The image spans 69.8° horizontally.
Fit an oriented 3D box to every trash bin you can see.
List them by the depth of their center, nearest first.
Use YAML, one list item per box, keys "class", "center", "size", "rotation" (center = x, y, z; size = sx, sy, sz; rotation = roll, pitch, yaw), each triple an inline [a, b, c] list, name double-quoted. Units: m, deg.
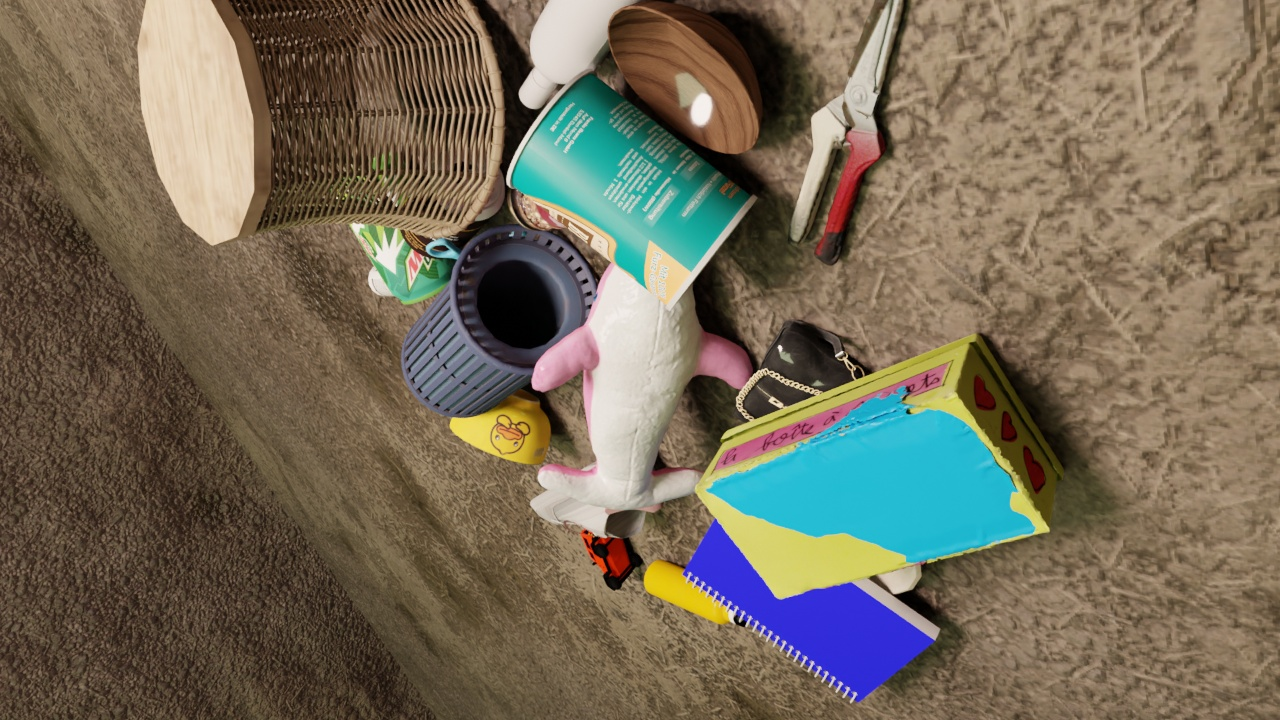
- class: "trash bin"
  center: [-0.152, -0.025, 0.917]
  size: [0.139, 0.139, 0.250]
  rotation: [52, 151, -5]

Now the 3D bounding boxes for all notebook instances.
- class: "notebook"
  center: [0.147, 0.226, 0.861]
  size: [0.209, 0.022, 0.172]
  rotation: [34, 141, 12]

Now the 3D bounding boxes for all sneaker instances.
- class: "sneaker"
  center: [-0.045, 0.165, 1.032]
  size: [0.089, 0.099, 0.237]
  rotation: [61, 148, 6]

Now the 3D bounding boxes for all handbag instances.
- class: "handbag"
  center: [0.125, 0.023, 0.713]
  size: [0.079, 0.054, 0.129]
  rotation: [32, 144, 6]

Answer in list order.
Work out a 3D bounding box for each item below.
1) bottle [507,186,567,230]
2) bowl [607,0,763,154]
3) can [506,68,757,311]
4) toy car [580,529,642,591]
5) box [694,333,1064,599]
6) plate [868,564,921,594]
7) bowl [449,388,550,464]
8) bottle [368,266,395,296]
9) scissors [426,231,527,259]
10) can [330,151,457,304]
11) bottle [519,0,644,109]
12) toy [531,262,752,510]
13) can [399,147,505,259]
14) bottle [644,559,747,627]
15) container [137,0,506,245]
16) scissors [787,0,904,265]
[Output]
- class: "bottle"
  center: [-0.057, -0.136, 0.749]
  size: [0.105, 0.056, 0.056]
  rotation: [6, 129, 49]
- class: "bowl"
  center: [0.036, -0.185, 0.581]
  size: [0.119, 0.032, 0.119]
  rotation: [37, 168, 9]
- class: "can"
  center: [-0.006, -0.118, 0.642]
  size: [0.144, 0.099, 0.099]
  rotation: [38, 149, 0]
- class: "toy car"
  center: [-0.038, 0.237, 1.148]
  size: [0.049, 0.051, 0.100]
  rotation: [14, 135, 40]
- class: "box"
  center: [0.161, 0.081, 0.643]
  size: [0.222, 0.079, 0.124]
  rotation: [-30, 104, 38]
- class: "plate"
  center: [0.157, 0.131, 0.792]
  size: [0.189, 0.027, 0.189]
  rotation: [31, 152, 18]
- class: "bowl"
  center: [-0.156, 0.067, 1.071]
  size: [0.117, 0.067, 0.117]
  rotation: [22, -174, -3]
- class: "bottle"
  center: [-0.281, -0.097, 1.090]
  size: [0.116, 0.041, 0.041]
  rotation: [5, 129, 49]
- class: "scissors"
  center: [-0.169, -0.100, 0.904]
  size: [0.139, 0.117, 0.015]
  rotation: [-34, 64, 52]
- class: "can"
  center: [-0.256, -0.139, 0.970]
  size: [0.083, 0.082, 0.144]
  rotation: [6, 129, 49]
- class: "bottle"
  center: [-0.040, -0.230, 0.626]
  size: [0.052, 0.052, 0.196]
  rotation: [51, 149, -5]
- class: "toy"
  center: [-0.005, 0.005, 0.787]
  size: [0.127, 0.186, 0.266]
  rotation: [-111, 26, -60]
- class: "can"
  center: [-0.182, -0.148, 0.877]
  size: [0.072, 0.071, 0.129]
  rotation: [53, 149, -7]
- class: "bottle"
  center: [0.068, 0.270, 1.058]
  size: [0.144, 0.043, 0.043]
  rotation: [10, 133, 46]
- class: "container"
  center: [-0.253, -0.198, 0.722]
  size: [0.227, 0.195, 0.227]
  rotation: [16, 114, 40]
- class: "scissors"
  center: [0.130, -0.132, 0.559]
  size: [0.140, 0.015, 0.189]
  rotation: [53, 149, -6]
